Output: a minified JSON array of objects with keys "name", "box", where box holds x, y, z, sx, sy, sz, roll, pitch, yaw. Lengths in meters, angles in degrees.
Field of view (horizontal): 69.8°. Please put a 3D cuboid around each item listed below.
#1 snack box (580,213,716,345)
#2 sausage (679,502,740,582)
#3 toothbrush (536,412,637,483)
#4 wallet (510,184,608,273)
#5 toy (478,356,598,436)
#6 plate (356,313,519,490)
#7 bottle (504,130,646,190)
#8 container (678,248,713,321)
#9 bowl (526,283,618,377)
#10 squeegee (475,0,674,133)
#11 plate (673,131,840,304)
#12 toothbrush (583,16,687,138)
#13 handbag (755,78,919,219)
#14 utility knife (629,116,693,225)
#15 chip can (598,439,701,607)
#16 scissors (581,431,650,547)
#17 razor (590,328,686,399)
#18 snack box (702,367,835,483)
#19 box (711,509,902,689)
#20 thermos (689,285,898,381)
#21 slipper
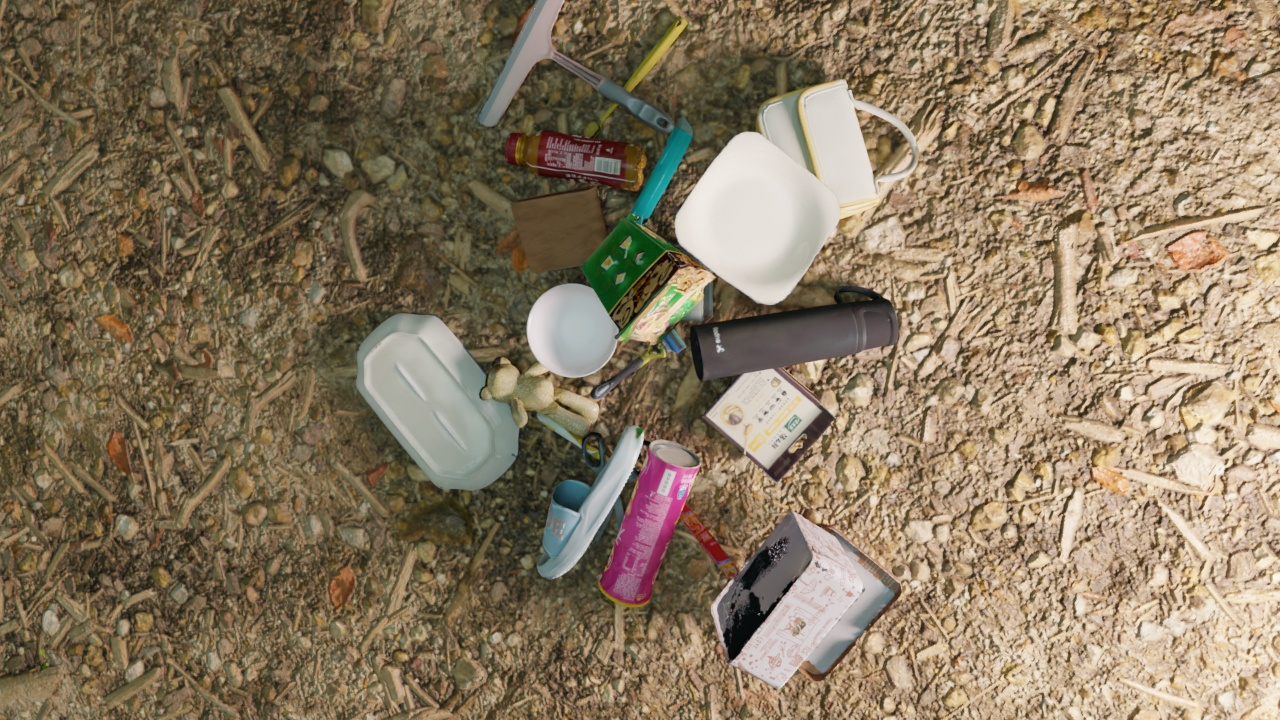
[{"name":"snack box","box":[0.001,-0.094,1.057,0.118,0.118,0.105,-47,71,15]},{"name":"sausage","box":[0.078,0.222,1.179,0.020,0.020,0.156,-47,61,11]},{"name":"toothbrush","box":[-0.057,0.120,1.219,0.191,0.016,0.018,33,118,4]},{"name":"wallet","box":[-0.099,-0.166,1.175,0.115,0.020,0.101,-7,118,13]},{"name":"toy","box":[-0.131,0.050,1.206,0.157,0.066,0.105,23,67,2]},{"name":"plate","box":[-0.280,0.059,1.241,0.162,0.034,0.265,-38,90,12]},{"name":"bottle","box":[-0.083,-0.255,1.157,0.175,0.057,0.057,11,98,8]},{"name":"container","box":[0.029,-0.096,1.143,0.114,0.090,0.090,1,96,12]},{"name":"bowl","box":[-0.081,-0.041,1.180,0.118,0.064,0.118,1,97,9]},{"name":"squeegee","box":[-0.052,-0.344,1.140,0.249,0.040,0.248,36,105,18]},{"name":"plate","box":[0.134,-0.163,1.068,0.164,0.034,0.163,37,85,-8]},{"name":"toothbrush","box":[-0.008,-0.353,1.153,0.015,0.016,0.190,42,102,3]},{"name":"handbag","box":[0.240,-0.255,1.105,0.179,0.063,0.163,-17,95,8]},{"name":"utility knife","box":[0.024,-0.234,1.165,0.029,0.013,0.157,32,103,7]},{"name":"chip can","box":[0.011,0.209,1.177,0.071,0.071,0.211,22,108,6]},{"name":"scissors","box":[-0.033,0.169,1.213,0.160,0.014,0.175,-35,96,22]},{"name":"razor","box":[-0.007,0.007,1.194,0.143,0.022,0.042,-37,84,10]},{"name":"snack box","box":[0.161,0.069,1.157,0.125,0.053,0.113,41,101,3]},{"name":"box","box":[0.218,0.317,1.143,0.193,0.156,0.183,32,104,-13]},{"name":"thermos","box":[0.182,-0.036,1.114,0.242,0.069,0.089,-10,56,-7]},{"name":"slipper","box":[-0.075,0.178,1.166,0.074,0.104,0.246,31,109,-1]}]
